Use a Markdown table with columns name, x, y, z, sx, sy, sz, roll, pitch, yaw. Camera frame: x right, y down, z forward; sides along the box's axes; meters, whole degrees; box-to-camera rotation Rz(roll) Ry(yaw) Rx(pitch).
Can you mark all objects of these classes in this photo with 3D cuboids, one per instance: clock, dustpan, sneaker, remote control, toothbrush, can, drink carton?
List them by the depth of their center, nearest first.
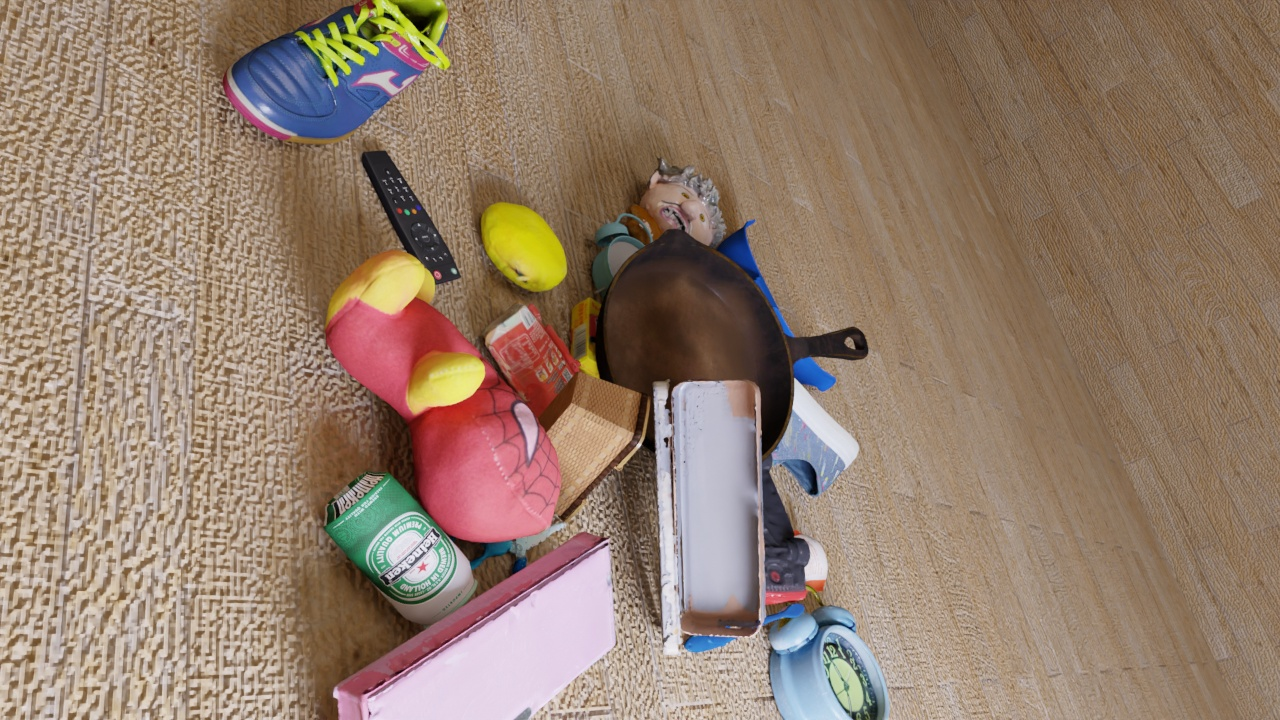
| name | x | y | z | sx | sy | sz | roll | pitch | yaw |
| --- | --- | --- | --- | --- | --- | --- | --- | --- | --- |
| can | -0.152 | 0.119 | 0.581 | 0.101 | 0.053 | 0.053 | 51 | 33 | -11 |
| sneaker | -0.235 | -0.255 | 0.739 | 0.116 | 0.091 | 0.241 | 52 | 34 | -15 |
| remote control | -0.192 | -0.118 | 0.760 | 0.124 | 0.010 | 0.039 | 60 | 33 | 2 |
| toothbrush | 0.092 | 0.236 | 0.815 | 0.132 | 0.016 | 0.021 | -8 | 76 | -31 |
| clock | 0.173 | 0.292 | 0.870 | 0.118 | 0.060 | 0.162 | 5 | 56 | -50 |
| drink carton | 0.133 | 0.203 | 0.917 | 0.122 | 0.039 | 0.069 | 8 | 52 | -42 |
| clock | -0.010 | -0.104 | 0.951 | 0.087 | 0.042 | 0.123 | 34 | 49 | -29 |
| sneaker | 0.143 | 0.067 | 1.003 | 0.235 | 0.088 | 0.079 | 39 | 69 | -21 |
| dustpan | 0.141 | -0.069 | 1.104 | 0.257 | 0.060 | 0.245 | -9 | 71 | -59 |

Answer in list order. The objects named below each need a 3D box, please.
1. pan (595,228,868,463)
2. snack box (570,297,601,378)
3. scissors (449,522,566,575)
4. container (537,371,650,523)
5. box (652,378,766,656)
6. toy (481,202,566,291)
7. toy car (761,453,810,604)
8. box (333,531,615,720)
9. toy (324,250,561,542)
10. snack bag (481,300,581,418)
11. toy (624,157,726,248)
| name | x | y | z | sx | sy | sz | roll | pitch | yaw |
| --- | --- | --- | --- | --- | --- | --- | --- | --- | --- |
| pan | 0.099 | -0.004 | 0.908 | 0.355 | 0.043 | 0.248 | -4 | 76 | -38 |
| snack box | -0.005 | 0.005 | 0.894 | 0.152 | 0.025 | 0.075 | 32 | 42 | -35 |
| scissors | -0.086 | 0.150 | 0.685 | 0.103 | 0.015 | 0.133 | 59 | 28 | 7 |
| container | -0.050 | 0.064 | 0.715 | 0.061 | 0.114 | 0.063 | 32 | 32 | -15 |
| box | 0.058 | 0.122 | 0.754 | 0.107 | 0.095 | 0.216 | -1 | 90 | -11 |
| toy | -0.105 | -0.105 | 0.838 | 0.095 | 0.041 | 0.094 | 37 | 34 | -29 |
| toy car | 0.099 | 0.144 | 0.884 | 0.081 | 0.056 | 0.189 | 9 | 47 | -29 |
| box | -0.089 | 0.189 | 0.576 | 0.232 | 0.046 | 0.098 | -19 | 119 | -57 |
| toy | -0.132 | 0.032 | 0.633 | 0.216 | 0.099 | 0.147 | 59 | 1 | -2 |
| snack bag | -0.072 | 0.023 | 0.785 | 0.155 | 0.044 | 0.087 | 53 | 38 | -16 |
| toy | 0.040 | -0.167 | 1.056 | 0.132 | 0.076 | 0.175 | 54 | 42 | -6 |
